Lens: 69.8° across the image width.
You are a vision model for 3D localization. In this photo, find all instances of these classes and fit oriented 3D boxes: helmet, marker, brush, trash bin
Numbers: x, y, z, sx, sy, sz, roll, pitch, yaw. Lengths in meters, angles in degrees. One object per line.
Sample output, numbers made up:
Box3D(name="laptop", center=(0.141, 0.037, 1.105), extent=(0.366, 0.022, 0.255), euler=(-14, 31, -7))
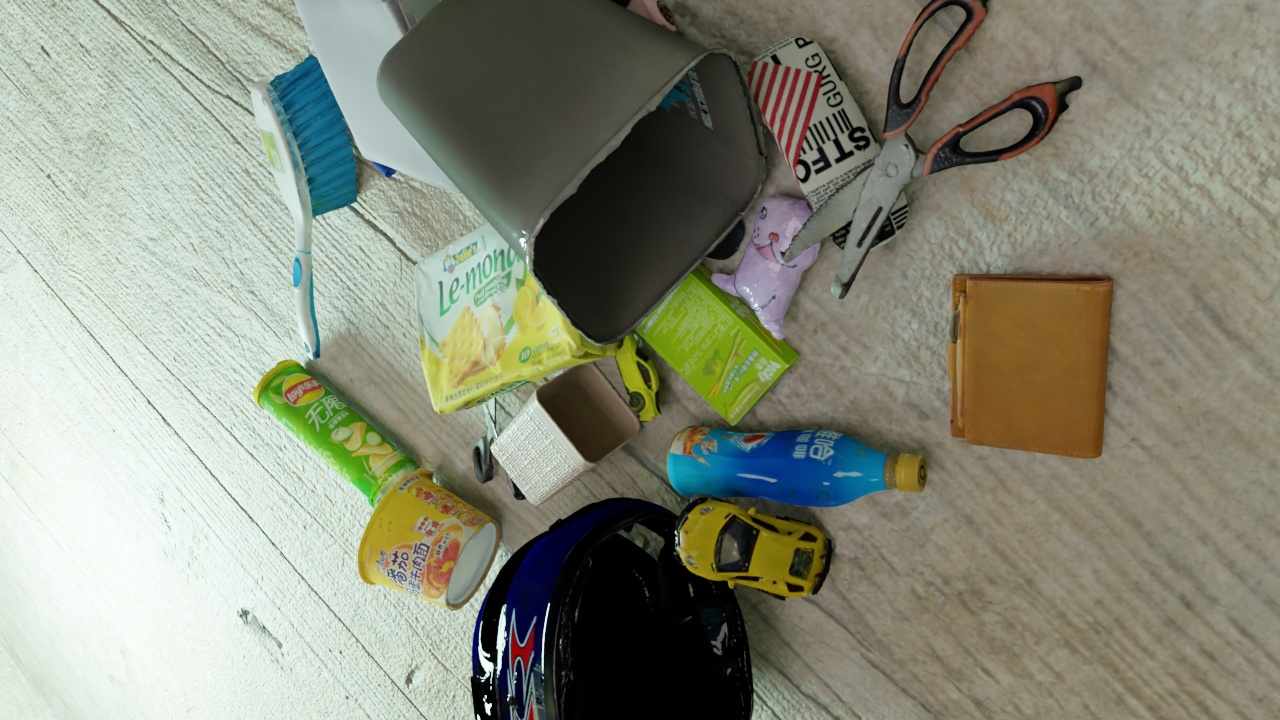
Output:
Box3D(name="helmet", center=(-0.043, 0.272, 0.861), extent=(0.241, 0.246, 0.315), euler=(4, 107, 56))
Box3D(name="marker", center=(-0.305, -0.243, 0.947), extent=(0.146, 0.016, 0.017), euler=(45, 128, 10))
Box3D(name="brush", center=(-0.344, -0.150, 0.961), extent=(0.060, 0.109, 0.315), euler=(24, 136, 30))
Box3D(name="trash bin", center=(-0.054, -0.166, 0.682), extent=(0.198, 0.199, 0.220), euler=(-45, 65, -3))

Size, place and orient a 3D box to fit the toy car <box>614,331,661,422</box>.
Box3D(name="toy car", center=(-0.005, 0.005, 0.838), extent=(0.032, 0.048, 0.105), euler=(-20, 99, 8))

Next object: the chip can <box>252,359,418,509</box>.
Box3D(name="chip can", center=(-0.362, 0.089, 1.096), extent=(0.221, 0.072, 0.073), euler=(37, 126, 15))

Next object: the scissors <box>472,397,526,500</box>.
Box3D(name="scissors", center=(-0.158, 0.070, 0.973), extent=(0.181, 0.014, 0.160), euler=(62, 143, 17))

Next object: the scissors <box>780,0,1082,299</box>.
Box3D(name="scissors", center=(0.188, -0.145, 0.617), extent=(0.222, 0.015, 0.189), euler=(-9, 93, 15))

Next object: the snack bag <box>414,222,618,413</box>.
Box3D(name="snack bag", center=(-0.118, -0.047, 0.848), extent=(0.247, 0.068, 0.158), euler=(-19, 73, 39))

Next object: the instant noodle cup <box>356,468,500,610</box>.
Box3D(name="instant noodle cup", center=(-0.231, 0.208, 1.028), extent=(0.110, 0.137, 0.138), euler=(21, 121, 16))

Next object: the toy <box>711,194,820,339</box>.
Box3D(name="toy", center=(0.105, -0.082, 0.729), extent=(0.084, 0.038, 0.108), euler=(41, 129, 26))

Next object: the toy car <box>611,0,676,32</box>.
Box3D(name="toy car", center=(-0.020, -0.290, 0.723), extent=(0.056, 0.037, 0.122), euler=(-30, 93, 40))

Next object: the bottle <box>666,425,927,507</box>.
Box3D(name="bottle", center=(0.128, 0.090, 0.772), extent=(0.219, 0.065, 0.065), euler=(0, 110, 34))

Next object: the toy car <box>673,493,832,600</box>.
Box3D(name="toy car", center=(0.096, 0.161, 0.779), extent=(0.041, 0.155, 0.071), euler=(8, 79, 60))

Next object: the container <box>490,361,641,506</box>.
Box3D(name="container", center=(-0.077, 0.075, 0.890), extent=(0.090, 0.089, 0.111), euler=(51, 131, 5))

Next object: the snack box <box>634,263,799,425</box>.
Box3D(name="snack box", center=(0.053, -0.026, 0.796), extent=(0.156, 0.026, 0.086), euler=(44, 128, 10))

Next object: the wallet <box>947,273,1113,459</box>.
Box3D(name="wallet", center=(0.275, 0.003, 0.657), extent=(0.108, 0.031, 0.132), euler=(4, 112, 29))

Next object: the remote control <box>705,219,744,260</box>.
Box3D(name="remote control", center=(0.025, -0.131, 0.770), extent=(0.136, 0.024, 0.053), euler=(36, 125, 16))

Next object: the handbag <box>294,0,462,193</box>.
Box3D(name="handbag", center=(-0.203, -0.255, 0.782), extent=(0.145, 0.098, 0.197), euler=(17, 147, 23))

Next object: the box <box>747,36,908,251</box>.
Box3D(name="box", center=(0.140, -0.157, 0.675), extent=(0.075, 0.081, 0.163), euler=(-32, 90, 7))
